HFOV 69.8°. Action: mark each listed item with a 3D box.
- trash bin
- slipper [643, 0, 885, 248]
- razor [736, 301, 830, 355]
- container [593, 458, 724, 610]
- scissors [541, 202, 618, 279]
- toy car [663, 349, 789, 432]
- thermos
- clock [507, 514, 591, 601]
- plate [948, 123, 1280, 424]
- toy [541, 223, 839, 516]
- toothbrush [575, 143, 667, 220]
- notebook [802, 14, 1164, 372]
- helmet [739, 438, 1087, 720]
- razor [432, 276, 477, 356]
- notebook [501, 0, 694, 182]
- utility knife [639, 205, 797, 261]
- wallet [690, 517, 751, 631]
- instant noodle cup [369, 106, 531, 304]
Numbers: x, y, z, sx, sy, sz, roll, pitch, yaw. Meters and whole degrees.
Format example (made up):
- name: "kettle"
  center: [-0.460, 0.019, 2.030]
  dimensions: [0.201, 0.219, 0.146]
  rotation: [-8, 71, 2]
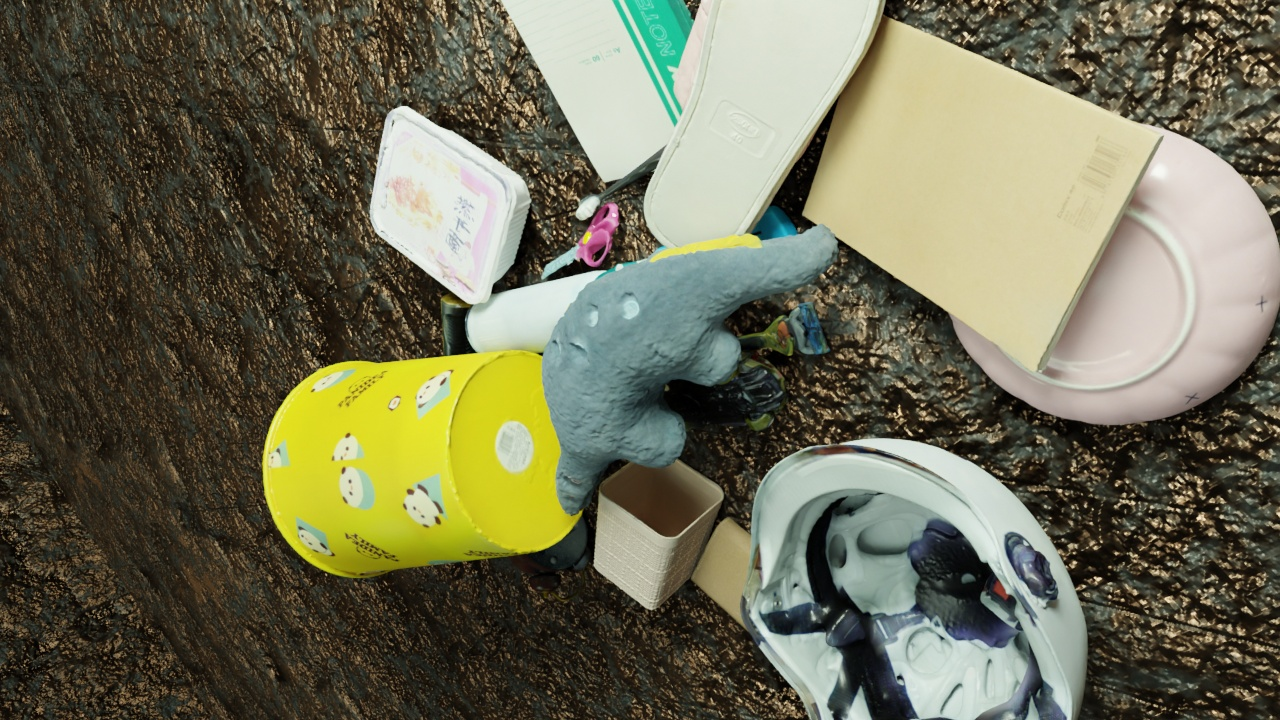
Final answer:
- name: "trash bin"
  center: [-0.198, 0.098, 0.899]
  dimensions: [0.256, 0.228, 0.229]
  rotation: [-9, 104, 39]
- name: "slipper"
  center: [0.080, -0.188, 0.630]
  dimensions: [0.114, 0.054, 0.275]
  rotation: [26, 127, 4]
- name: "razor"
  center: [0.085, -0.015, 0.752]
  dimensions: [0.143, 0.022, 0.043]
  rotation: [-9, 103, 45]
- name: "container"
  center: [0.013, 0.161, 0.862]
  dimensions: [0.090, 0.089, 0.111]
  rotation: [31, 133, 26]
- name: "scissors"
  center: [-0.059, -0.095, 0.831]
  dimensions: [0.136, 0.017, 0.064]
  rotation: [-27, 50, 51]
- name: "toy car"
  center: [0.052, 0.026, 0.779]
  dimensions: [0.158, 0.042, 0.070]
  rotation: [-9, 130, 42]
- name: "thermos"
  center: [-0.070, -0.039, 0.839]
  dimensions: [0.225, 0.073, 0.073]
  rotation: [-6, 107, 46]
- name: "clock"
  center: [-0.098, 0.199, 0.983]
  dimensions: [0.055, 0.081, 0.122]
  rotation: [-33, 86, 50]
- name: "plate"
  center: [0.271, -0.044, 0.557]
  dimensions: [0.193, 0.038, 0.193]
  rotation: [20, 123, 34]
- name: "toy"
  center: [-0.004, 0.004, 0.714]
  dimensions: [0.138, 0.091, 0.357]
  rotation: [30, 125, -11]
- name: "toothbrush"
  center: [0.001, -0.153, 0.743]
  dimensions: [0.015, 0.018, 0.182]
  rotation: [41, 144, -21]
- name: "notebook"
  center: [0.193, -0.111, 0.571]
  dimensions: [0.211, 0.012, 0.150]
  rotation: [44, 135, 39]
- name: "helmet"
  center: [0.202, 0.164, 0.650]
  dimensions: [0.230, 0.145, 0.258]
  rotation: [-30, 82, 45]
- name: "razor"
  center: [-0.190, -0.037, 0.974]
  dimensions: [0.067, 0.062, 0.168]
  rotation: [-116, 28, -43]
- name: "notebook"
  center: [-0.021, -0.236, 0.692]
  dimensions: [0.151, 0.012, 0.209]
  rotation: [-4, 129, 42]
- name: "utility knife"
  center: [0.042, -0.087, 0.757]
  dimensions: [0.203, 0.018, 0.034]
  rotation: [-13, 103, 46]
- name: "wallet"
  center: [0.105, 0.210, 0.842]
  dimensions: [0.115, 0.033, 0.090]
  rotation: [37, 129, 24]
- name: "instant noodle cup"
  center: [-0.178, -0.152, 0.884]
  dimensions: [0.173, 0.060, 0.138]
  rotation: [35, 123, 22]
